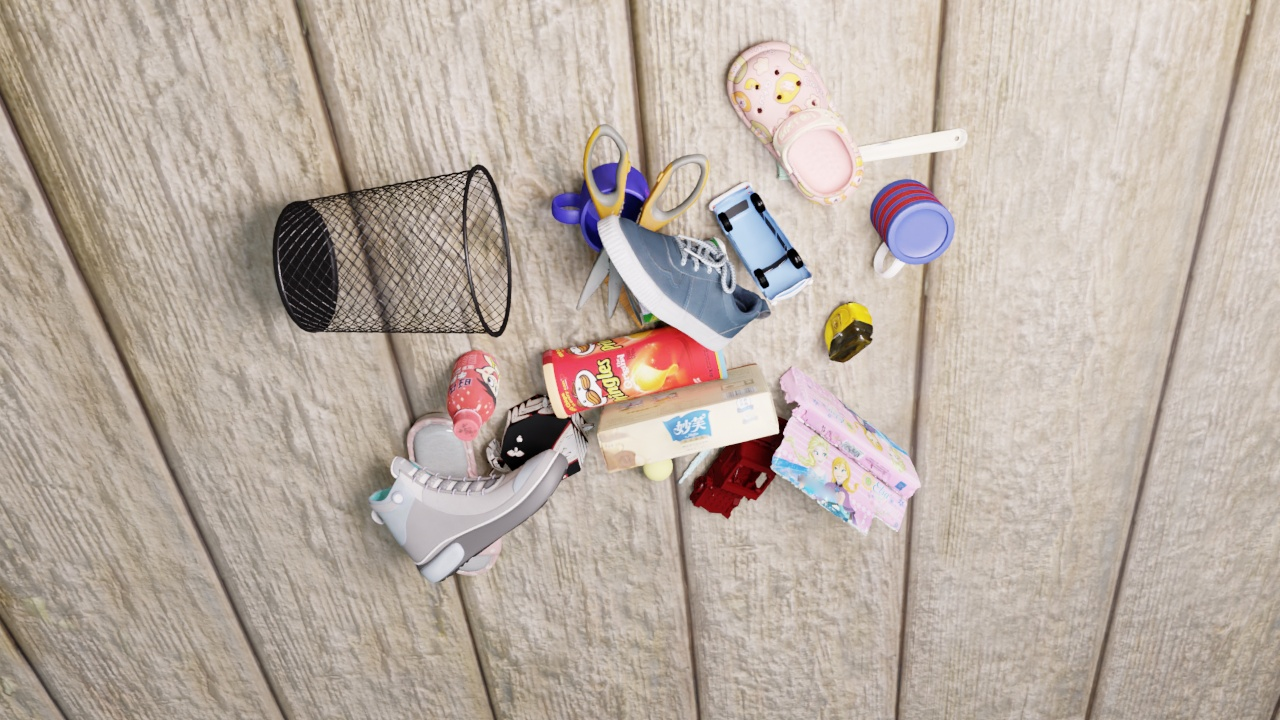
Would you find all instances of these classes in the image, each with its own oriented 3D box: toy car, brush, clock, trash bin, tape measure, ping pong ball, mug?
[{"bbox_3d":[0.133,0.147,1.217,0.070,0.061,0.170,22,120,-18],"label":"toy car"},{"bbox_3d":[-0.018,-0.098,1.101,0.048,0.017,0.126,-31,117,15],"label":"brush"},{"bbox_3d":[-0.137,0.122,1.198,0.114,0.065,0.155,33,113,-20],"label":"clock"},{"bbox_3d":[-0.265,-0.110,0.996,0.210,0.183,0.184,-4,121,6],"label":"trash bin"},{"bbox_3d":[0.253,-0.038,1.124,0.037,0.064,0.066,15,148,-21],"label":"tape measure"},{"bbox_3d":[0.262,-0.235,1.039,0.217,0.012,0.033,-9,120,1],"label":"brush"},{"bbox_3d":[0.023,0.142,1.233,0.040,0.040,0.040,-1,121,-2],"label":"ping pong ball"},{"bbox_3d":[0.136,-0.129,1.029,0.056,0.153,0.055,-30,155,4],"label":"toy car"},{"bbox_3d":[0.303,-0.144,1.057,0.075,0.076,0.112,16,118,-12],"label":"mug"},{"bbox_3d":[-0.043,-0.169,1.019,0.111,0.083,0.079,1,121,-4],"label":"mug"}]

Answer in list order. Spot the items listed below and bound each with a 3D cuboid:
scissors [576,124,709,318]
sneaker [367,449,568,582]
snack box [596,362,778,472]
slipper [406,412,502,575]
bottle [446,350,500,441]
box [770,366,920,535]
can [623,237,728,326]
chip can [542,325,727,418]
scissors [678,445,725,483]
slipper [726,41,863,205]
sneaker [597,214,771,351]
[{"bbox_3d":[-0.027,-0.146,0.974,0.175,0.016,0.226,29,117,-20],"label":"scissors"},{"bbox_3d":[-0.222,0.156,1.146,0.257,0.092,0.160,-40,97,20],"label":"sneaker"},{"bbox_3d":[0.055,0.067,1.121,0.207,0.153,0.055,-14,103,5],"label":"snack box"},{"bbox_3d":[-0.254,0.194,1.241,0.114,0.054,0.275,-7,120,1],"label":"slipper"},{"bbox_3d":[-0.203,0.046,1.107,0.062,0.137,0.062,-2,121,-3],"label":"bottle"},{"bbox_3d":[0.267,0.121,1.171,0.230,0.160,0.062,36,135,-22],"label":"box"},{"bbox_3d":[0.045,-0.092,1.066,0.121,0.067,0.067,-22,120,-4],"label":"can"},{"bbox_3d":[-0.007,0.007,1.125,0.213,0.087,0.087,-13,121,4],"label":"chip can"},{"bbox_3d":[0.102,0.107,1.235,0.173,0.021,0.172,31,112,-25],"label":"scissors"},{"bbox_3d":[0.173,-0.248,0.977,0.093,0.081,0.197,-36,109,14],"label":"slipper"},{"bbox_3d":[0.051,-0.090,0.964,0.087,0.089,0.235,-37,137,20],"label":"sneaker"}]
